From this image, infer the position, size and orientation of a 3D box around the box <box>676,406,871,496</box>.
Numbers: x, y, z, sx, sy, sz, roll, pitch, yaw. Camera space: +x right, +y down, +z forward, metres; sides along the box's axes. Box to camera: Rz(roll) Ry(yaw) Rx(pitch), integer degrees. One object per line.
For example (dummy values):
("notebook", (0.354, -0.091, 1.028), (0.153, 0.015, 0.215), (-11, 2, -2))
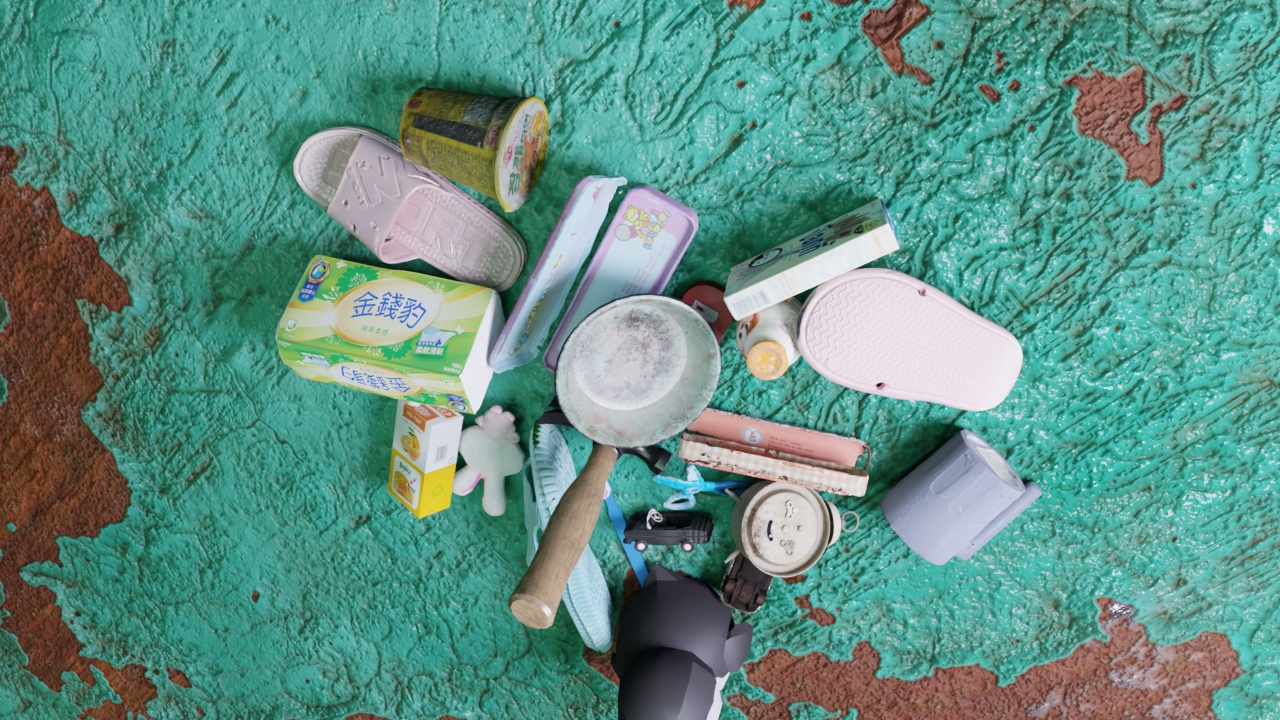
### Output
("box", (0.129, 0.087, 0.884), (0.187, 0.076, 0.055), (11, 149, 5))

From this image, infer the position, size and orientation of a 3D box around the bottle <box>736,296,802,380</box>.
("bottle", (0.116, -0.020, 0.817), (0.063, 0.108, 0.063), (5, 114, 10))

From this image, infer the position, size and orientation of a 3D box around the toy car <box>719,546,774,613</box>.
("toy car", (0.120, 0.208, 0.959), (0.048, 0.040, 0.113), (21, 98, 2))

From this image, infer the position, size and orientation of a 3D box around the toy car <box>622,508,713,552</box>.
("toy car", (0.028, 0.175, 0.958), (0.092, 0.040, 0.037), (-3, 113, 15))

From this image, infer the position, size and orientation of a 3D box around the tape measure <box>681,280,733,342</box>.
("tape measure", (0.061, -0.044, 0.868), (0.051, 0.019, 0.059), (29, 116, -1))

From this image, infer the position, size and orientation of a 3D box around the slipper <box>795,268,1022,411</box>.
("slipper", (0.239, -0.016, 0.804), (0.221, 0.055, 0.107), (16, 101, -17))

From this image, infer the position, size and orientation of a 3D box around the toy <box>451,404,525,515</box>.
("toy", (-0.159, 0.100, 0.968), (0.076, 0.037, 0.126), (23, 114, 11))

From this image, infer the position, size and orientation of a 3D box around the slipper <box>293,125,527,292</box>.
("slipper", (-0.220, -0.138, 0.862), (0.239, 0.064, 0.094), (30, 116, -4))

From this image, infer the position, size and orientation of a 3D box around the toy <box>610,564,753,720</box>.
("toy", (0.029, 0.313, 0.939), (0.159, 0.183, 0.140), (-18, 110, 17))

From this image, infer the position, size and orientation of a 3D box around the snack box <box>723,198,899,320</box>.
("snack box", (0.146, -0.088, 0.796), (0.150, 0.081, 0.026), (-24, 108, 21))

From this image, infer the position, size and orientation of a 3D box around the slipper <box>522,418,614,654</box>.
("slipper", (-0.086, 0.193, 0.955), (0.069, 0.115, 0.276), (-13, 115, 3))

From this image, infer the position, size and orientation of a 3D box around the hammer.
("hammer", (-0.057, 0.123, 0.807), (0.132, 0.304, 0.040), (34, 115, -4))

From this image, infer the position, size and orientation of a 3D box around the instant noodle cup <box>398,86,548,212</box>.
("instant noodle cup", (-0.149, -0.194, 0.811), (0.108, 0.102, 0.102), (18, 116, 13))

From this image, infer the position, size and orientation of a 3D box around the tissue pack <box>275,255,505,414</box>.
("tissue pack", (-0.235, -0.009, 0.907), (0.198, 0.120, 0.142), (17, 152, 11))

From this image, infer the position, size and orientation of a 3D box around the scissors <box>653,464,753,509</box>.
("scissors", (0.065, 0.122, 0.903), (0.113, 0.013, 0.141), (-8, 154, 3))

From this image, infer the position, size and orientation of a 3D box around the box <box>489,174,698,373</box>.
("box", (-0.049, -0.070, 0.857), (0.140, 0.062, 0.215), (12, 121, -33))

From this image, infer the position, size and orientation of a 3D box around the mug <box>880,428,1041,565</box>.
("mug", (0.308, 0.135, 0.869), (0.124, 0.083, 0.104), (27, 116, -27))

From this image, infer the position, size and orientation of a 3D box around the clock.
("clock", (0.151, 0.162, 0.910), (0.140, 0.055, 0.093), (0, 90, -16))

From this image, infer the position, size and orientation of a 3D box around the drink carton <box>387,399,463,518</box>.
("drink carton", (-0.227, 0.096, 0.966), (0.058, 0.040, 0.123), (31, 121, 32))

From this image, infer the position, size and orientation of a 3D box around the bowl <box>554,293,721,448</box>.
("bowl", (-0.005, 0.005, 0.855), (0.157, 0.038, 0.158), (-6, 117, -12))

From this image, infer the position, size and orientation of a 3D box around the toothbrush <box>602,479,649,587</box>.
("toothbrush", (-0.019, 0.187, 0.990), (0.016, 0.014, 0.167), (-16, 110, 18))
